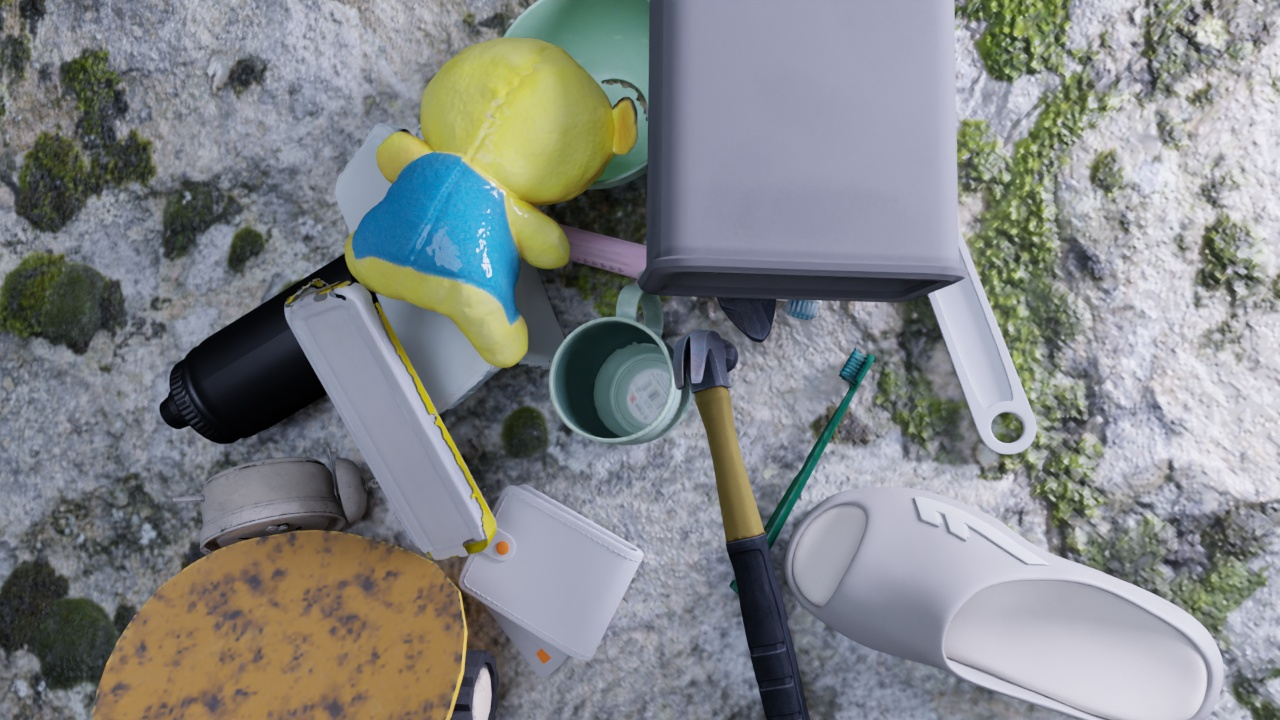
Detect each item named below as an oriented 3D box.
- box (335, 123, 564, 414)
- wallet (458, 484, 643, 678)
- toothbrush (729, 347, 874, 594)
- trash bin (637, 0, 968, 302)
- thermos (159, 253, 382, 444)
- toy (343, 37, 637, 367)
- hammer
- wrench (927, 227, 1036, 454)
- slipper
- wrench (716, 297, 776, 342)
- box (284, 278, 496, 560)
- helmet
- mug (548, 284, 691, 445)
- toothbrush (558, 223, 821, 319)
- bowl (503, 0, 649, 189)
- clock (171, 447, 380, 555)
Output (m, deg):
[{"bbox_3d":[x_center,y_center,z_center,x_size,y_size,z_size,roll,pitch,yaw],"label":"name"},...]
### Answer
[{"bbox_3d":[-0.125,-0.074,0.695,0.106,0.126,0.215,-36,74,42],"label":"box"},{"bbox_3d":[-0.075,0.164,0.670,0.118,0.037,0.115,27,91,14],"label":"wallet"},{"bbox_3d":[0.111,0.077,0.638,0.017,0.016,0.190,29,91,15],"label":"toothbrush"},{"bbox_3d":[0.098,-0.154,0.583,0.192,0.098,0.219,1,85,-6],"label":"trash bin"},{"bbox_3d":[-0.283,-0.003,0.726,0.199,0.086,0.086,-29,76,11],"label":"thermos"},{"bbox_3d":[-0.096,-0.121,0.597,0.149,0.084,0.213,28,78,4],"label":"toy"},{"bbox_3d":[0.073,0.139,0.581,0.025,0.117,0.332,-15,79,16],"label":"hammer"},{"bbox_3d":[0.198,-0.064,0.632,0.087,0.018,0.273,-19,79,13],"label":"wrench"},{"bbox_3d":[0.217,0.156,0.563,0.266,0.080,0.113,21,92,17],"label":"slipper"},{"bbox_3d":[0.092,-0.146,0.661,0.073,0.022,0.273,1,78,7],"label":"wrench"},{"bbox_3d":[-0.176,0.042,0.636,0.057,0.117,0.210,-33,111,-24],"label":"box"},{"bbox_3d":[-0.231,0.240,0.654,0.255,0.131,0.204,-1,53,9],"label":"helmet"},{"bbox_3d":[-0.004,0.004,0.635,0.084,0.104,0.111,6,85,17],"label":"mug"},{"bbox_3d":[0.024,-0.066,0.677,0.223,0.027,0.026,17,69,17],"label":"toothbrush"},{"bbox_3d":[-0.031,-0.193,0.681,0.151,0.077,0.151,-1,85,12],"label":"bowl"},{"bbox_3d":[-0.265,0.104,0.709,0.156,0.103,0.061,-13,71,-12],"label":"clock"}]
